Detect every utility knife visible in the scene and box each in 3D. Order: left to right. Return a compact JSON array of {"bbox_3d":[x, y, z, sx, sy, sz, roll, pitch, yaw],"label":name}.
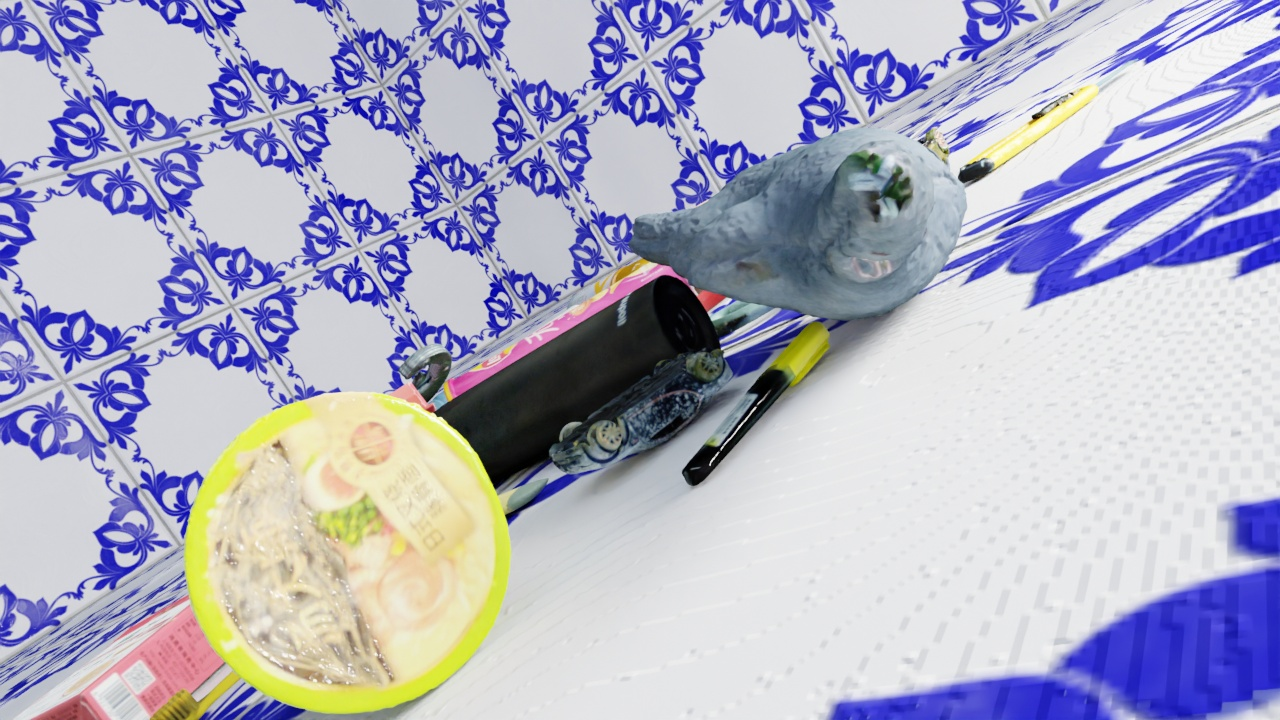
[{"bbox_3d":[-0.136,0.107,0.548,0.205,0.021,0.030,-20,8,29],"label":"utility knife"},{"bbox_3d":[0.312,-0.187,0.695,0.215,0.015,0.033,-34,11,-22],"label":"utility knife"}]

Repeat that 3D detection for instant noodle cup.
[{"bbox_3d":[-0.126,0.083,0.368,0.111,0.111,0.124,-37,2,-36],"label":"instant noodle cup"}]

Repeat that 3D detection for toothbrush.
[{"bbox_3d":[-0.186,0.134,0.510,0.016,0.016,0.189,-15,23,51],"label":"toothbrush"}]

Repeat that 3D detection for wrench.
[{"bbox_3d":[-0.236,0.088,0.757,0.274,0.016,0.056,-50,-19,19],"label":"wrench"}]

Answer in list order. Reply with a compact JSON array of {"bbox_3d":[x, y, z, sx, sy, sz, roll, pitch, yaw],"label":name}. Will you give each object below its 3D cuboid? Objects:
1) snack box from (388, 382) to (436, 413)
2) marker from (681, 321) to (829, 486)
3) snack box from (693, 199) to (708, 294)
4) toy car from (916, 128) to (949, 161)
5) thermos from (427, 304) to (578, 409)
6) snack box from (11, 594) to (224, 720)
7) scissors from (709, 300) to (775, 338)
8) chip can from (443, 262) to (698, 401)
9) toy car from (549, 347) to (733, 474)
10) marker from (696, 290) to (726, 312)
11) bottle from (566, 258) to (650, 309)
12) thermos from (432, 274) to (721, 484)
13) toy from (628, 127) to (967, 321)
[{"bbox_3d":[-0.205,0.077,0.701,0.113,0.044,0.127,-33,-25,-18],"label":"snack box"},{"bbox_3d":[0.054,0.017,0.403,0.018,0.015,0.123,-26,12,46],"label":"marker"},{"bbox_3d":[0.059,-0.113,0.955,0.026,0.084,0.158,-32,7,-27],"label":"snack box"},{"bbox_3d":[0.214,-0.154,0.761,0.070,0.042,0.157,-25,10,39],"label":"toy car"},{"bbox_3d":[-0.123,0.027,0.855,0.219,0.070,0.070,-37,9,-31],"label":"thermos"},{"bbox_3d":[-0.315,0.198,0.564,0.113,0.044,0.126,-29,9,22],"label":"snack box"},{"bbox_3d":[0.110,-0.063,0.685,0.170,0.019,0.171,-32,8,-10],"label":"scissors"},{"bbox_3d":[-0.051,-0.006,0.741,0.210,0.071,0.071,-31,8,-1],"label":"chip can"},{"bbox_3d":[0.002,0.028,0.467,0.105,0.031,0.049,-33,7,-21],"label":"toy car"},{"bbox_3d":[0.016,-0.018,0.688,0.145,0.017,0.017,-38,5,17],"label":"marker"},{"bbox_3d":[-0.008,-0.068,0.991,0.067,0.068,0.190,-37,10,-39],"label":"bottle"},{"bbox_3d":[-0.065,0.038,0.585,0.243,0.068,0.089,-30,38,28],"label":"thermos"},{"bbox_3d":[0.083,-0.067,0.460,0.138,0.091,0.356,-1,6,-9],"label":"toy"}]
